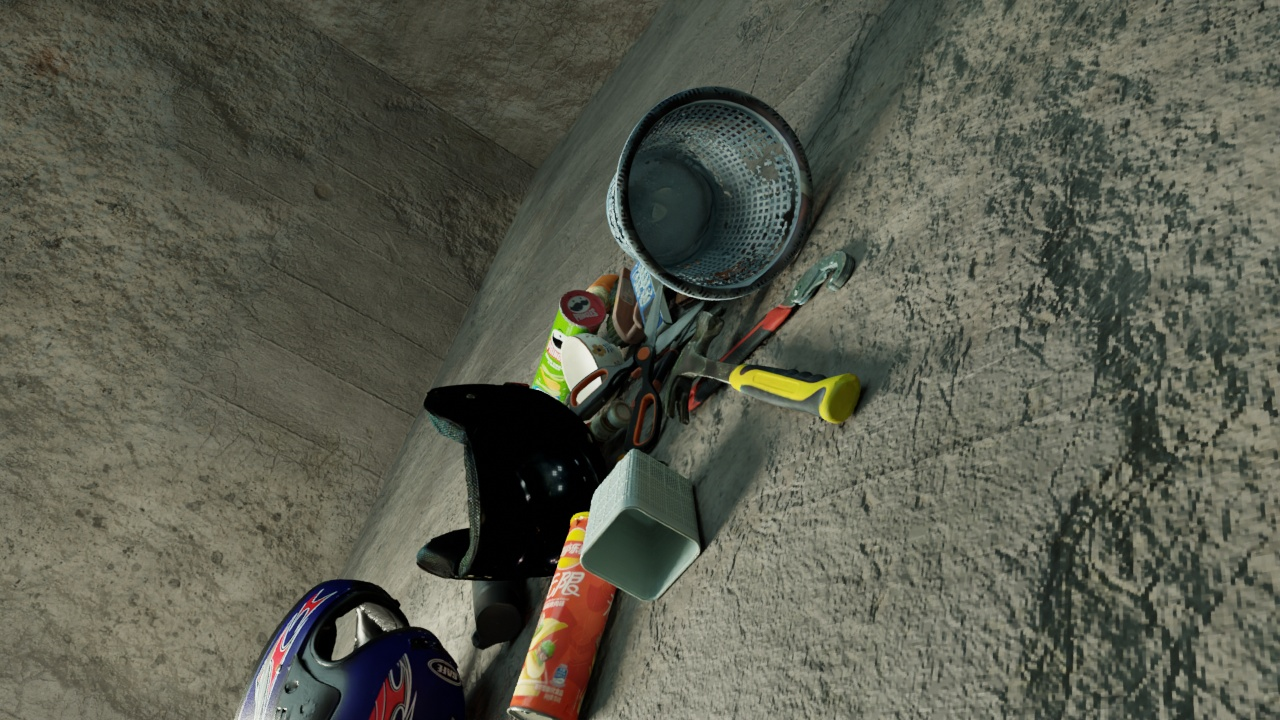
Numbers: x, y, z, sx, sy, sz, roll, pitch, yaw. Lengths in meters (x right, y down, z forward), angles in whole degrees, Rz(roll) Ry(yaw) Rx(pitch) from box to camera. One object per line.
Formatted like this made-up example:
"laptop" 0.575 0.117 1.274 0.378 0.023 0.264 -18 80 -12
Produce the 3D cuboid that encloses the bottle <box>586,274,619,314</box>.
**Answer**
"bottle" -0.058 -0.101 1.463 0.067 0.067 0.149 -55 -5 14

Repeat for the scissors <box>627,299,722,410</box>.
"scissors" 0.039 -0.015 1.202 0.226 0.015 0.189 -59 17 -2

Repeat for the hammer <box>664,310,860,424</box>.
"hammer" 0.106 0.021 0.892 0.126 0.032 0.323 -64 21 -4

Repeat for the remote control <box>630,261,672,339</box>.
"remote control" 0.016 -0.087 1.290 0.049 0.024 0.124 -53 42 46

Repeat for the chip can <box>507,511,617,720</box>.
"chip can" -0.070 0.266 0.947 0.073 0.073 0.216 -36 29 53

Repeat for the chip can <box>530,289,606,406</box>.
"chip can" -0.117 -0.008 1.436 0.237 0.072 0.072 116 172 -49

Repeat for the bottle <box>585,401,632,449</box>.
"bottle" -0.078 0.113 1.246 0.207 0.059 0.059 -40 26 44

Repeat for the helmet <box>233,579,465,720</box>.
"helmet" -0.335 0.434 1.127 0.241 0.247 0.314 1 59 25

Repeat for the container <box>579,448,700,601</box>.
"container" 0.001 0.157 0.905 0.090 0.090 0.111 -51 16 24

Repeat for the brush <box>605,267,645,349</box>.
"brush" -0.011 -0.079 1.368 0.073 0.063 0.145 -38 27 34

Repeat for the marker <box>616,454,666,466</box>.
"marker" 0.001 0.123 1.083 0.018 0.015 0.124 -65 20 -13

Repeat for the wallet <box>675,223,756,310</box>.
"wallet" 0.100 -0.123 1.160 0.125 0.032 0.101 -28 35 43

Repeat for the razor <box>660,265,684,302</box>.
"razor" 0.059 -0.149 1.294 0.168 0.067 0.062 -57 8 30

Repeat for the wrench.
"wrench" 0.126 -0.026 0.971 0.274 0.016 0.056 -45 22 38

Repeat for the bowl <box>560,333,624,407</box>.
"bowl" -0.061 0.011 1.329 0.062 0.113 0.114 -19 -5 -30

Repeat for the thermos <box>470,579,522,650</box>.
"thermos" -0.210 0.308 1.275 0.090 0.068 0.242 -52 18 7

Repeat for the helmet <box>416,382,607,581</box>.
"helmet" -0.154 0.147 1.124 0.274 0.230 0.234 -100 18 -72

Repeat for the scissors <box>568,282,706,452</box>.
"scissors" 0.000 0.016 1.146 0.221 0.021 0.228 -27 55 23

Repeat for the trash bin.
"trash bin" 0.056 -0.185 1.068 0.226 0.226 0.195 -61 17 -4
